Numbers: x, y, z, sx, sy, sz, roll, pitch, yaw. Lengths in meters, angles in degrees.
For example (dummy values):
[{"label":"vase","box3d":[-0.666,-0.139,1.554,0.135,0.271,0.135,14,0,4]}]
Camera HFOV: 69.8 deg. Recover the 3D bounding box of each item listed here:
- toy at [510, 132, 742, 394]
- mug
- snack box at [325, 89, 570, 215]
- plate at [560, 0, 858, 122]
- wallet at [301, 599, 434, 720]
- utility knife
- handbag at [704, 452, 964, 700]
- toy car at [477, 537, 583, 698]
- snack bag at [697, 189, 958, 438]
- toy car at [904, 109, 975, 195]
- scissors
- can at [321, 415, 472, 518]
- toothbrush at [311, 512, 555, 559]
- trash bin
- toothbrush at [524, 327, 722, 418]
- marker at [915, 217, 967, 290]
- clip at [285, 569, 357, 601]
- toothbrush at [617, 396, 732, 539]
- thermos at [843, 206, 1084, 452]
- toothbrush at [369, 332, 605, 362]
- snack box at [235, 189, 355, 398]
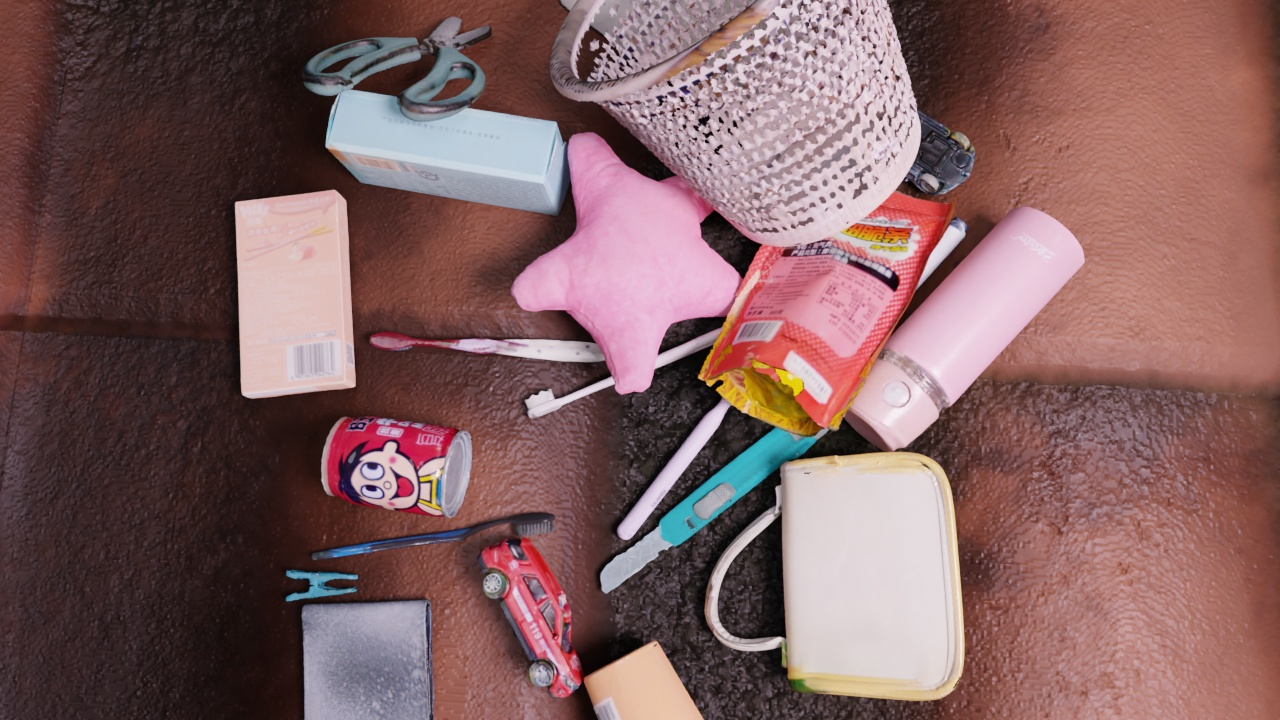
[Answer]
[{"label":"toy","box3d":[0.004,-0.065,0.678,0.178,0.075,0.194,21,67,-12]},{"label":"mug","box3d":[0.012,0.263,0.633,0.078,0.078,0.122,-28,75,-1]},{"label":"snack box","box3d":[-0.145,-0.160,0.709,0.175,0.074,0.051,11,82,5]},{"label":"plate","box3d":[0.050,-0.308,0.741,0.266,0.034,0.162,38,85,9]},{"label":"wallet","box3d":[-0.201,0.239,0.677,0.097,0.019,0.120,-4,82,5]},{"label":"utility knife","box3d":[0.053,0.105,0.684,0.209,0.013,0.029,-38,80,-3]},{"label":"handbag","box3d":[0.134,0.151,0.656,0.179,0.063,0.163,-4,80,18]},{"label":"toy car","box3d":[-0.074,0.182,0.659,0.045,0.053,0.120,-28,81,1]},{"label":"snack bag","box3d":[0.133,-0.052,0.663,0.129,0.073,0.207,19,66,27]},{"label":"toy car","box3d":[0.207,-0.168,0.709,0.105,0.031,0.049,36,88,11]},{"label":"scissors","box3d":[-0.185,-0.233,0.707,0.169,0.019,0.177,4,43,0]},{"label":"can","box3d":[-0.179,0.077,0.677,0.094,0.066,0.066,8,81,5]},{"label":"toothbrush","box3d":[-0.157,0.136,0.693,0.189,0.014,0.016,-10,104,3]},{"label":"trash bin","box3d":[0.084,-0.192,0.619,0.228,0.192,0.227,-26,40,24]},{"label":"toothbrush","box3d":[-0.004,0.004,0.704,0.180,0.016,0.016,-22,74,1]},{"label":"marker","box3d":[0.201,-0.059,0.699,0.022,0.018,0.130,42,86,-10]},{"label":"clip","box3d":[-0.241,0.168,0.693,0.057,0.014,0.048,-1,79,3]},{"label":"toothbrush","box3d":[0.046,0.060,0.690,0.189,0.029,0.021,-50,41,-3]},{"label":"thermos","box3d":[0.222,-0.027,0.670,0.198,0.067,0.087,-45,73,-3]},{"label":"toothbrush","box3d":[-0.117,-0.009,0.714,0.187,0.017,0.016,3,78,2]},{"label":"snack box","box3d":[-0.272,-0.052,0.724,0.084,0.026,0.157,-6,80,3]}]
